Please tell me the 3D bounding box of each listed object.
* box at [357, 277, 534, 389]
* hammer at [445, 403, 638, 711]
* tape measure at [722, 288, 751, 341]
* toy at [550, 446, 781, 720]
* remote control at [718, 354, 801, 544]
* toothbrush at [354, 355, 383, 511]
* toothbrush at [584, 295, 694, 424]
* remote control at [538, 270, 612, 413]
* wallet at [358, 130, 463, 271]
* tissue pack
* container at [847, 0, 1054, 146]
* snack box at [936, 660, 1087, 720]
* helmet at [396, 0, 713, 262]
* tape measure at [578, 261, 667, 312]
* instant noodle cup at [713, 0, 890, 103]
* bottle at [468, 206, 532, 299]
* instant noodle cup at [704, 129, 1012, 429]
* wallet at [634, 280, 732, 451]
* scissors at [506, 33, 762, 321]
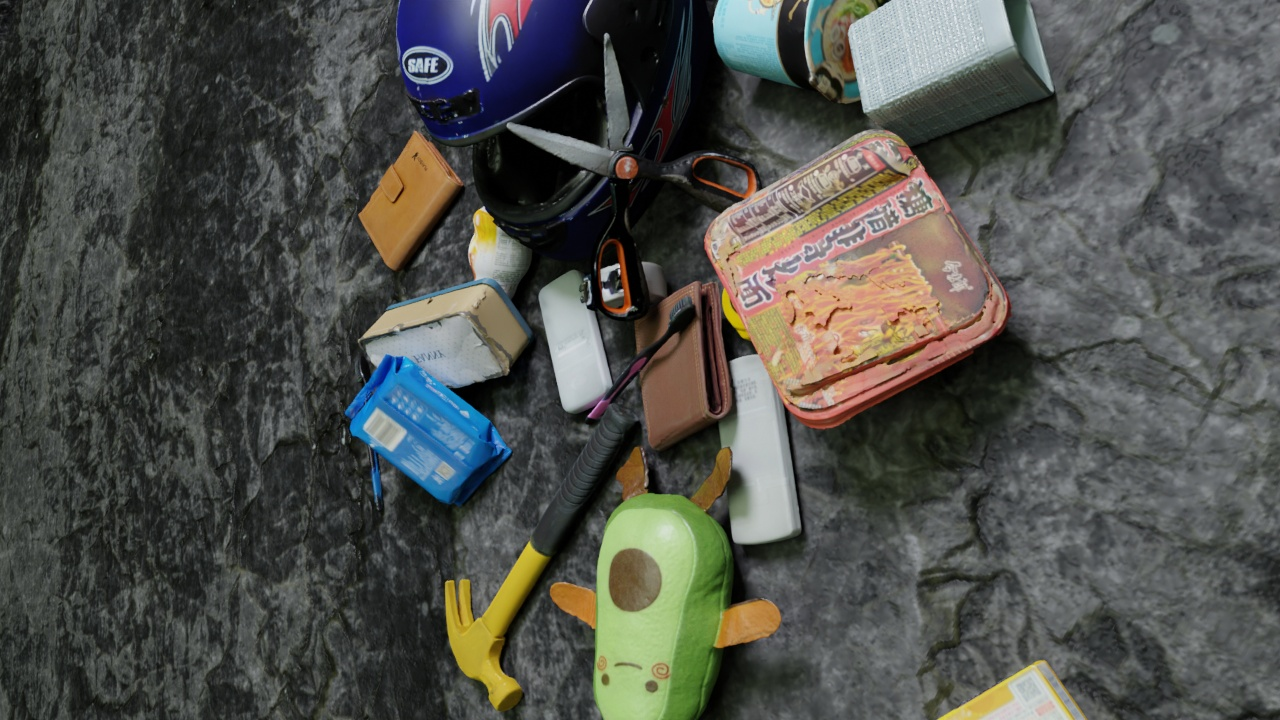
[{"bbox_3d":[-0.193,-0.022,0.924,0.185,0.090,0.061,-10,35,33],"label":"box"},{"bbox_3d":[-0.091,0.170,0.848,0.129,0.032,0.301,41,106,34],"label":"hammer"},{"bbox_3d":[0.097,-0.050,0.752,0.060,0.028,0.057,-46,58,21],"label":"tape measure"},{"bbox_3d":[0.014,0.187,0.729,0.228,0.090,0.246,-7,73,43],"label":"toy"},{"bbox_3d":[0.092,0.070,0.734,0.058,0.021,0.150,-19,69,39],"label":"remote control"},{"bbox_3d":[-0.309,0.082,1.046,0.016,0.014,0.189,-26,66,32],"label":"toothbrush"},{"bbox_3d":[-0.005,0.005,0.793,0.190,0.014,0.017,-49,34,43],"label":"toothbrush"},{"bbox_3d":[-0.062,-0.018,0.872,0.056,0.020,0.135,-28,64,29],"label":"remote control"},{"bbox_3d":[-0.268,-0.184,1.060,0.132,0.031,0.107,-48,58,18],"label":"wallet"},{"bbox_3d":[-0.213,0.071,0.920,0.157,0.052,0.095,39,110,-6],"label":"tissue pack"},{"bbox_3d":[0.218,-0.218,0.657,0.112,0.089,0.090,-19,69,36],"label":"container"},{"bbox_3d":[0.253,0.269,0.564,0.087,0.033,0.140,-43,56,22],"label":"snack box"},{"bbox_3d":[-0.088,-0.266,0.790,0.248,0.240,0.315,15,84,46],"label":"helmet"},{"bbox_3d":[-0.010,-0.062,0.813,0.066,0.065,0.033,-16,75,36],"label":"tape measure"},{"bbox_3d":[0.124,-0.267,0.733,0.120,0.111,0.111,25,96,46],"label":"instant noodle cup"},{"bbox_3d":[-0.142,-0.102,0.926,0.063,0.063,0.108,23,109,38],"label":"bottle"},{"bbox_3d":[0.153,-0.054,0.661,0.165,0.079,0.188,-28,64,11],"label":"instant noodle cup"},{"bbox_3d":[0.033,0.005,0.775,0.101,0.032,0.124,-30,60,53],"label":"wallet"},{"bbox_3d":[0.001,-0.139,0.738,0.022,0.220,0.235,-139,48,-61],"label":"scissors"}]
